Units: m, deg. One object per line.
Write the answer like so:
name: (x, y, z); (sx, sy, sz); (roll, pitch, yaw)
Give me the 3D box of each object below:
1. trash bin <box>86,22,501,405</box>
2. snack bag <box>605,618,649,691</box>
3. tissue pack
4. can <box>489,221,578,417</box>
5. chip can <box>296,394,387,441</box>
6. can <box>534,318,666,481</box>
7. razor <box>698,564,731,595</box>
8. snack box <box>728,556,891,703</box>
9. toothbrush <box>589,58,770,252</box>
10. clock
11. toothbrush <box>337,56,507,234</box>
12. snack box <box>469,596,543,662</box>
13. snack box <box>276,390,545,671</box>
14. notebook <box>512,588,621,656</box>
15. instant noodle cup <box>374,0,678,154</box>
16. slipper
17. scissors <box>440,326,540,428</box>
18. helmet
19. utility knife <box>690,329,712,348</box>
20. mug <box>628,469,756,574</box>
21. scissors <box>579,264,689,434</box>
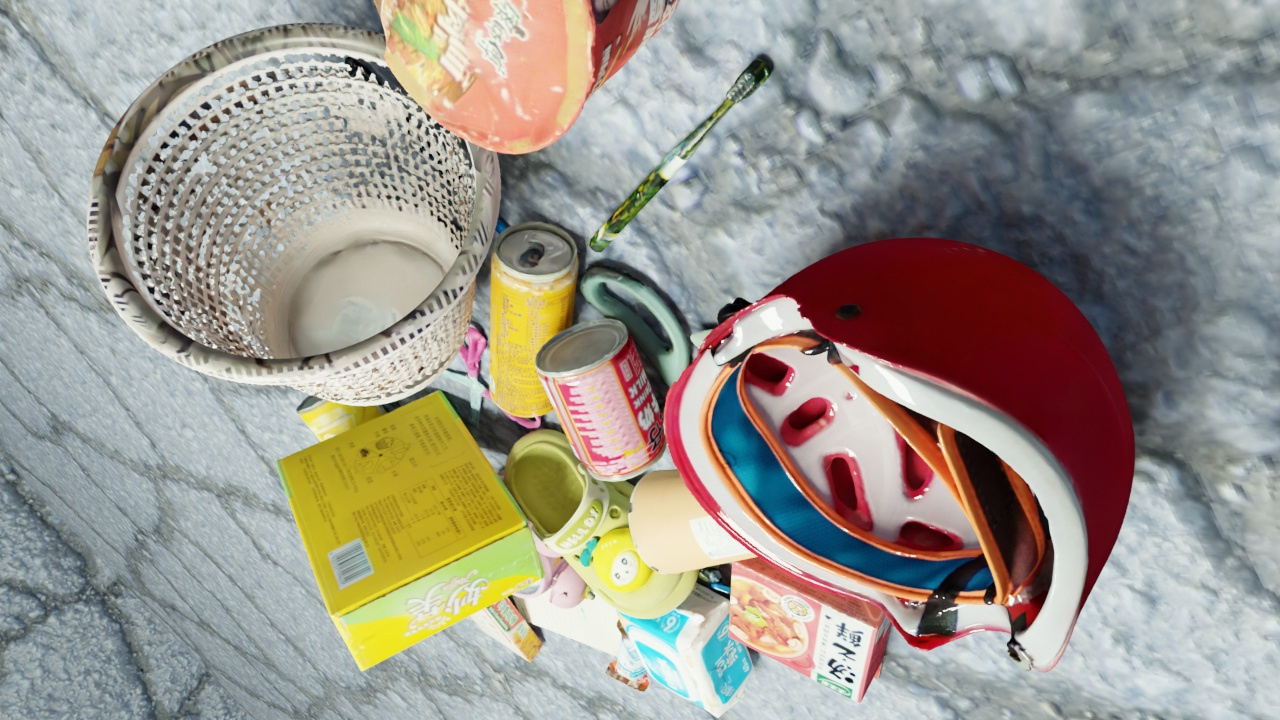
trash bin: (-0.196, -0.066, 0.597); (0.227, 0.227, 0.192); (35, 163, 9)
snack bag: (-0.007, 0.282, 0.881); (0.048, 0.026, 0.104); (21, 138, 8)
tissue pack: (0.036, 0.237, 0.781); (0.090, 0.063, 0.140); (19, 143, 38)
can: (-0.078, -0.025, 0.651); (0.058, 0.058, 0.146); (29, 139, 16)
chip can: (-0.251, 0.114, 0.919); (0.072, 0.071, 0.213); (-10, 118, 45)
can: (-0.024, 0.028, 0.618); (0.067, 0.066, 0.094); (4, 127, 39)
razor: (0.016, 0.155, 0.766); (0.143, 0.022, 0.043); (24, 167, 18)
snack box: (0.127, 0.199, 0.694); (0.113, 0.044, 0.127); (20, 137, 26)
toothbrush: (0.014, -0.109, 0.527); (0.012, 0.017, 0.186); (44, 142, -6)
clock: (-0.094, 0.165, 0.832); (0.159, 0.059, 0.117); (10, 125, 34)
toothbrush: (-0.140, -0.135, 0.638); (0.189, 0.016, 0.014); (48, 146, -8)
snack box: (-0.164, 0.270, 0.995); (0.077, 0.027, 0.156); (22, 150, 30)
snack box: (-0.194, 0.129, 0.757); (0.210, 0.157, 0.070); (43, 151, 48)
notebook: (-0.064, 0.236, 0.921); (0.209, 0.012, 0.150); (8, 129, 36)
instant noodle cup: (-0.049, -0.184, 0.438); (0.138, 0.108, 0.138); (24, 138, 23)
slipper: (-0.044, 0.130, 0.724); (0.190, 0.081, 0.092); (39, 103, 19)
scissors: (-0.139, 0.017, 0.780); (0.133, 0.017, 0.135); (19, 139, 32)
helmet: (0.131, 0.031, 0.462); (0.207, 0.143, 0.241); (53, 155, -12)
utility knife: (0.108, 0.060, 0.599); (0.031, 0.022, 0.213); (-36, 93, 32)
mug: (0.061, 0.107, 0.646); (0.123, 0.078, 0.078); (-18, 113, 43)
scissors: (-0.004, 0.004, 0.648); (0.171, 0.019, 0.179); (2, 125, 41)
